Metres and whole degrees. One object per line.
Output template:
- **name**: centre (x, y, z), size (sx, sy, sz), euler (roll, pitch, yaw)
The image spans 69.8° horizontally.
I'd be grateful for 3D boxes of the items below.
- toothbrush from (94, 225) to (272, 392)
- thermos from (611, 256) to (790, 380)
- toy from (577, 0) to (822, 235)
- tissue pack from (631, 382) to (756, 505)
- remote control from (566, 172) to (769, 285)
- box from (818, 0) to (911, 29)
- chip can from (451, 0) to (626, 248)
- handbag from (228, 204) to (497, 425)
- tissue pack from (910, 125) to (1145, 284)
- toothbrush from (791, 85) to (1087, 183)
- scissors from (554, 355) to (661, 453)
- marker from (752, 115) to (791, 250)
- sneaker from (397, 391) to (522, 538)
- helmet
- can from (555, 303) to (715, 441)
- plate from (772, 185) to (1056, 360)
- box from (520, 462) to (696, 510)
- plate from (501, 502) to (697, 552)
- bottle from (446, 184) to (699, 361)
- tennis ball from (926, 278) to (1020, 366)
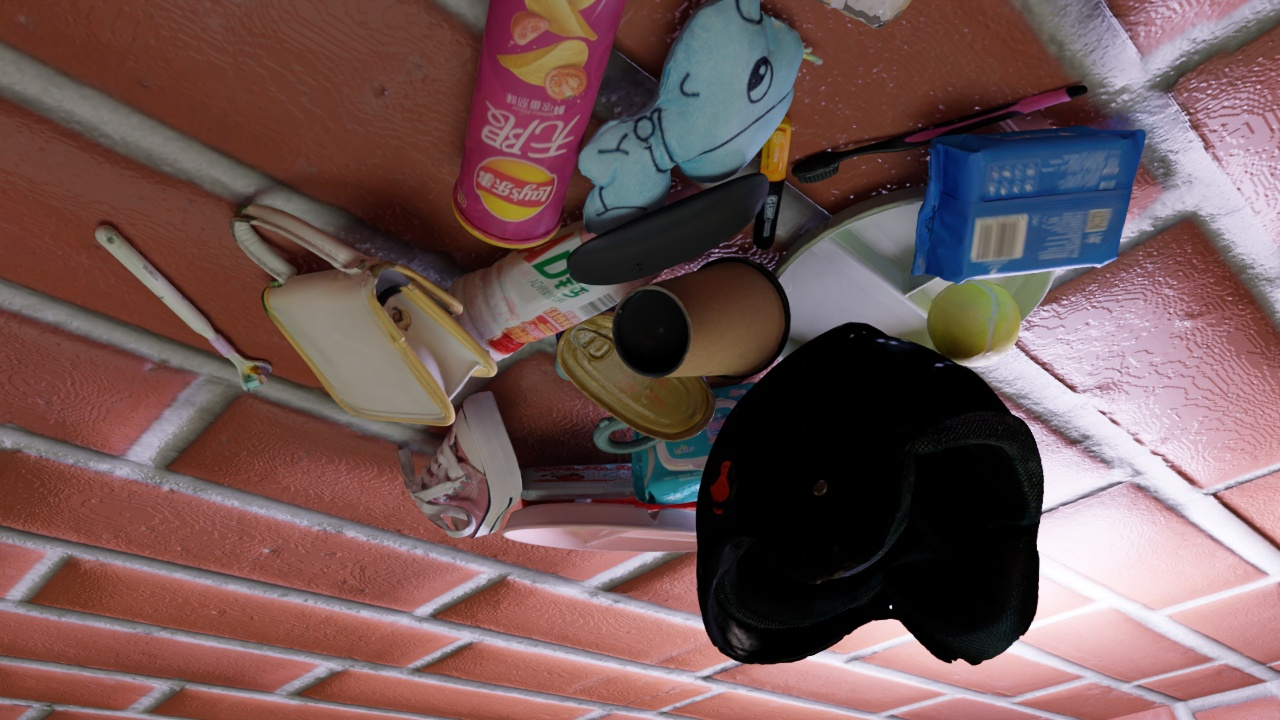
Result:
- **toothbrush**: centre (-0.339, -0.036, 0.689), size (0.020, 0.029, 0.190), euler (26, 157, 30)
- **thermos**: centre (0.044, -0.026, 0.648), size (0.093, 0.093, 0.143), euler (-30, 172, 31)
- **toy**: centre (0.034, -0.140, 0.538), size (0.156, 0.049, 0.162), euler (-24, 144, -15)
- **tissue pack**: centre (0.056, 0.076, 0.835), size (0.133, 0.093, 0.050), euler (-12, 152, 11)
- **remote control**: centre (0.021, -0.076, 0.564), size (0.136, 0.024, 0.053), euler (-24, 158, -5)
- **box**: centre (0.081, -0.229, 0.427), size (0.184, 0.063, 0.090), euler (15, 141, -30)
- **chip can**: centre (-0.055, -0.156, 0.503), size (0.071, 0.071, 0.211), euler (6, 144, -16)
- **handbag**: centre (-0.197, -0.039, 0.630), size (0.164, 0.063, 0.179), euler (0, 133, 45)
- **tissue pack**: centre (0.253, -0.105, 0.602), size (0.157, 0.052, 0.095), euler (-7, 118, -12)
- **toothbrush**: centre (0.192, -0.147, 0.600), size (0.189, 0.014, 0.018), euler (-14, 154, 12)
- **scissors**: centre (0.016, 0.025, 0.787), size (0.176, 0.019, 0.172), euler (-5, 123, -8)
- **marker**: centre (0.089, -0.117, 0.627), size (0.018, 0.015, 0.124), euler (-1, 147, 1)
- **sneaker**: centre (-0.170, 0.112, 0.853), size (0.087, 0.118, 0.242), euler (-14, 156, -23)
- **helmet**: centre (0.156, 0.106, 0.688), size (0.275, 0.229, 0.233), euler (-40, 129, 21)
- **can**: centre (-0.004, 0.004, 0.728), size (0.148, 0.049, 0.075), euler (36, 110, -27)
- **plate**: centre (0.205, -0.055, 0.721), size (0.230, 0.027, 0.231), euler (-3, 145, -2)
- **box**: centre (-0.022, 0.127, 0.927), size (0.201, 0.063, 0.160), euler (-1, 165, -5)
- **plate**: centre (-0.023, 0.168, 0.912), size (0.229, 0.028, 0.230), euler (2, 164, 0)
- **bottle**: centre (-0.042, -0.064, 0.647), size (0.197, 0.068, 0.068), euler (-24, 141, 19)
- **tennis ball**: centre (0.248, -0.028, 0.683), size (0.065, 0.065, 0.066), euler (-3, 145, -3)
